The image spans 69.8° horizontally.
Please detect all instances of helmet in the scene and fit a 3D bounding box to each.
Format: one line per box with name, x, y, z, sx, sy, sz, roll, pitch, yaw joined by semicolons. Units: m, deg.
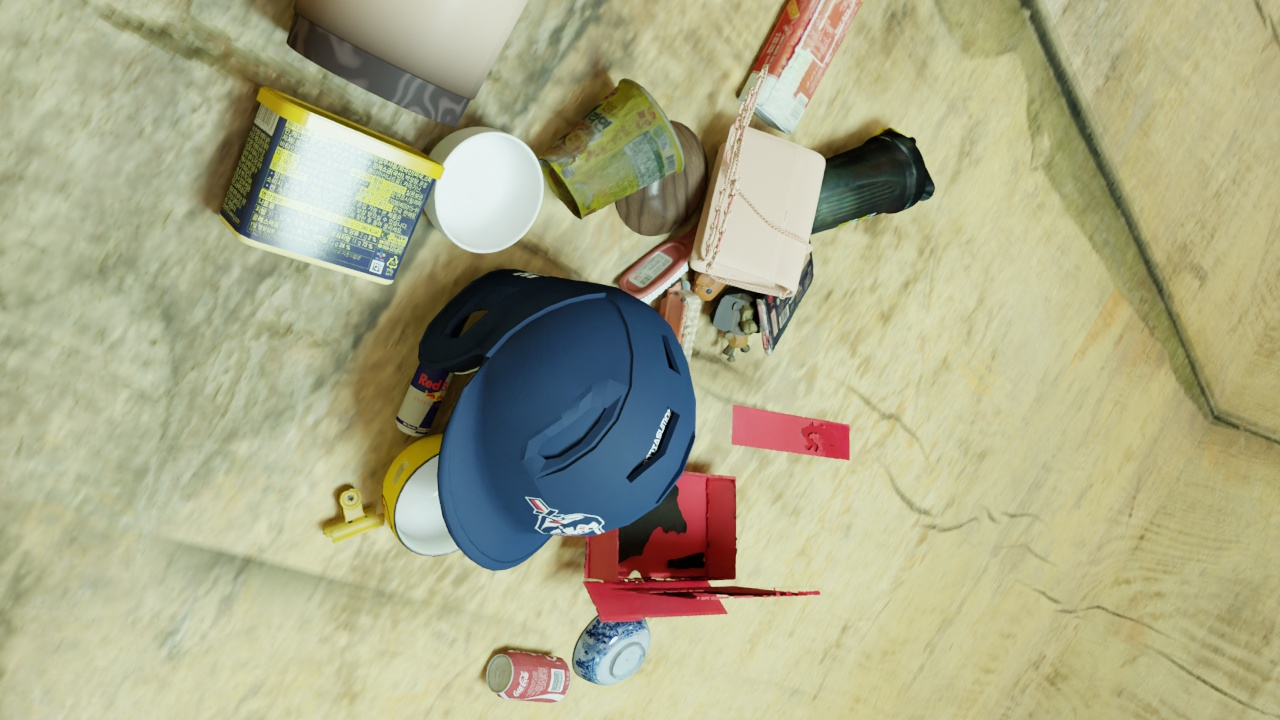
helmet;-0.067;0.061;0.807;0.272;0.223;0.232;-59;147;-12

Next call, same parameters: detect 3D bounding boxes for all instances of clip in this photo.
clip;-0.267;0.143;0.851;0.054;0.045;0.049;-17;147;-32

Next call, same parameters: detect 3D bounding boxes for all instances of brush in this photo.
brush;0.045;-0.115;0.979;0.172;0.041;0.030;-42;150;-19

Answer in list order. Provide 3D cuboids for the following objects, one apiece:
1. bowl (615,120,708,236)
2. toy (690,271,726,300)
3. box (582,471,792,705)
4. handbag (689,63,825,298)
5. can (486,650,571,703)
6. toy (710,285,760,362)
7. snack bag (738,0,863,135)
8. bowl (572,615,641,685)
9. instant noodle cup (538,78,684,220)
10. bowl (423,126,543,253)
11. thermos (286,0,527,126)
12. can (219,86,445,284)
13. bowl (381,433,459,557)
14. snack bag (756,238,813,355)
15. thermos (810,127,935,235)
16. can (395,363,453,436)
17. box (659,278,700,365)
bowl;0.030;-0.180;0.931;0.119;0.032;0.119;-20;124;-32
toy;0.098;-0.104;1.031;0.090;0.070;0.103;-51;159;10
box;0.062;0.306;1.019;0.211;0.409;0.108;13;141;-43
handbag;0.131;-0.151;0.889;0.116;0.187;0.198;16;77;-6
can;-0.130;0.370;1.073;0.096;0.054;0.054;27;93;-45
toy;0.113;-0.039;1.060;0.076;0.062;0.100;-12;126;-24
snack bag;0.183;-0.356;0.965;0.077;0.041;0.225;24;94;-46
bowl;-0.027;0.370;1.168;0.114;0.045;0.114;-20;124;-32
instant noodle cup;-0.030;-0.187;0.839;0.108;0.102;0.102;-36;132;-9
bowl;-0.140;-0.149;0.785;0.104;0.054;0.105;-21;127;-31
thermos;-0.140;-0.295;0.635;0.172;0.173;0.226;15;108;-44
can;-0.235;-0.129;0.700;0.135;0.075;0.104;16;104;-44
bowl;-0.194;0.119;0.873;0.117;0.068;0.117;-19;124;-32
snack bag;0.171;-0.082;1.074;0.154;0.018;0.075;-54;141;-43
thermos;0.239;-0.202;1.064;0.220;0.098;0.098;-21;125;-24
can;-0.194;0.022;0.845;0.032;0.032;0.095;17;100;-45
box;0.035;0.006;1.014;0.078;0.054;0.187;-71;171;-67
